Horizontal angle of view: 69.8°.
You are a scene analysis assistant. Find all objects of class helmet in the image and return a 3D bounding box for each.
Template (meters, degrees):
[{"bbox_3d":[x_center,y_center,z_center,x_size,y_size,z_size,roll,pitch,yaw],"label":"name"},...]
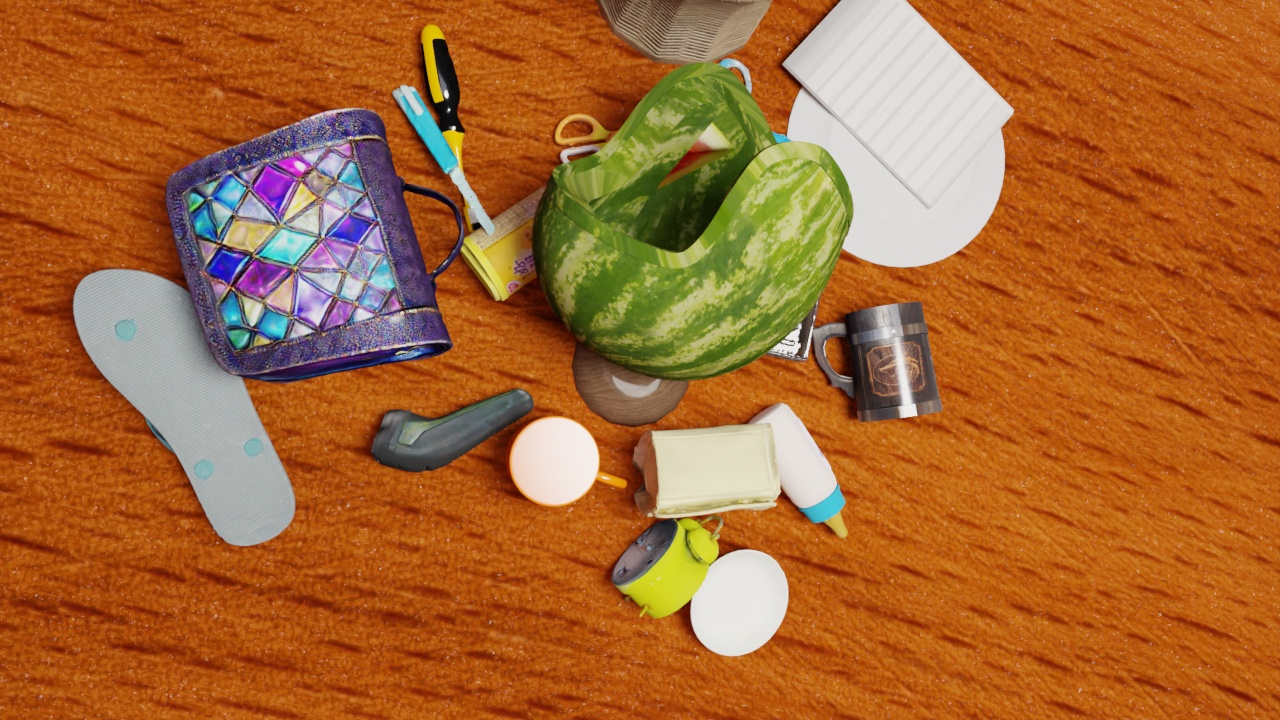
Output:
[{"bbox_3d":[0.040,-0.096,0.775,0.247,0.213,0.243,-33,136,1],"label":"helmet"}]

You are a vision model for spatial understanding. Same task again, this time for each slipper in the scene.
[{"bbox_3d":[-0.386,0.036,0.805,0.098,0.055,0.269,-31,103,-13],"label":"slipper"}]

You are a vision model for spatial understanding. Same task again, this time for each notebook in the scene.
[{"bbox_3d":[0.266,-0.278,0.937,0.210,0.009,0.142,43,81,-5],"label":"notebook"}]

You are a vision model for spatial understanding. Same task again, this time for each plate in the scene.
[{"bbox_3d":[0.090,0.228,0.878,0.104,0.026,0.104,-3,98,-22],"label":"plate"},{"bbox_3d":[0.269,-0.218,0.948,0.242,0.016,0.242,1,87,-10],"label":"plate"}]

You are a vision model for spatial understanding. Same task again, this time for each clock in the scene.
[{"bbox_3d":[0.028,0.183,0.848,0.119,0.083,0.057,-43,100,-7],"label":"clock"}]

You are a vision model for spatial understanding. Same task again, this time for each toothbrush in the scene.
[{"bbox_3d":[-0.177,-0.217,0.863,0.031,0.031,0.196,-10,93,20],"label":"toothbrush"}]

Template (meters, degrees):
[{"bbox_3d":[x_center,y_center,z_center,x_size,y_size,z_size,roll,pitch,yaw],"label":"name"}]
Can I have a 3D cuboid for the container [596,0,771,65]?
[{"bbox_3d":[0.058,-0.393,0.828,0.226,0.196,0.227,1,86,-10],"label":"container"}]

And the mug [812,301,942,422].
[{"bbox_3d":[0.229,0.005,0.904,0.116,0.080,0.107,-9,87,16],"label":"mug"}]

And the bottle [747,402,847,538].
[{"bbox_3d":[0.160,0.111,0.891,0.051,0.051,0.146,-34,93,-11],"label":"bottle"}]

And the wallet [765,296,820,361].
[{"bbox_3d":[0.116,-0.058,0.902,0.120,0.031,0.099,13,88,-5],"label":"wallet"}]

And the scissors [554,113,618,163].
[{"bbox_3d":[-0.019,-0.215,0.897,0.128,0.013,0.064,-9,85,-13],"label":"scissors"}]

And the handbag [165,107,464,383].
[{"bbox_3d":[-0.261,-0.090,0.788,0.222,0.125,0.205,-17,88,-9],"label":"handbag"}]

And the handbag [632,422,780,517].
[{"bbox_3d":[0.059,0.105,0.843,0.119,0.111,0.081,-3,75,-12],"label":"handbag"}]

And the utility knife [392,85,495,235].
[{"bbox_3d":[-0.180,-0.183,0.837,0.022,0.015,0.181,-27,72,-14],"label":"utility knife"}]

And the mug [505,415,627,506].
[{"bbox_3d":[-0.065,0.095,0.829,0.112,0.096,0.077,21,83,-8],"label":"mug"}]

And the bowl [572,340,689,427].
[{"bbox_3d":[-0.005,0.005,0.878,0.117,0.030,0.118,1,87,-10],"label":"bowl"}]

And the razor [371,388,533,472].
[{"bbox_3d":[-0.172,0.057,0.838,0.151,0.054,0.067,-25,82,-16],"label":"razor"}]

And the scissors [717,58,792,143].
[{"bbox_3d":[0.085,-0.233,0.915,0.137,0.011,0.134,-19,89,-15],"label":"scissors"}]

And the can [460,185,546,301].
[{"bbox_3d":[-0.108,-0.109,0.848,0.105,0.068,0.067,-36,93,-11],"label":"can"}]
